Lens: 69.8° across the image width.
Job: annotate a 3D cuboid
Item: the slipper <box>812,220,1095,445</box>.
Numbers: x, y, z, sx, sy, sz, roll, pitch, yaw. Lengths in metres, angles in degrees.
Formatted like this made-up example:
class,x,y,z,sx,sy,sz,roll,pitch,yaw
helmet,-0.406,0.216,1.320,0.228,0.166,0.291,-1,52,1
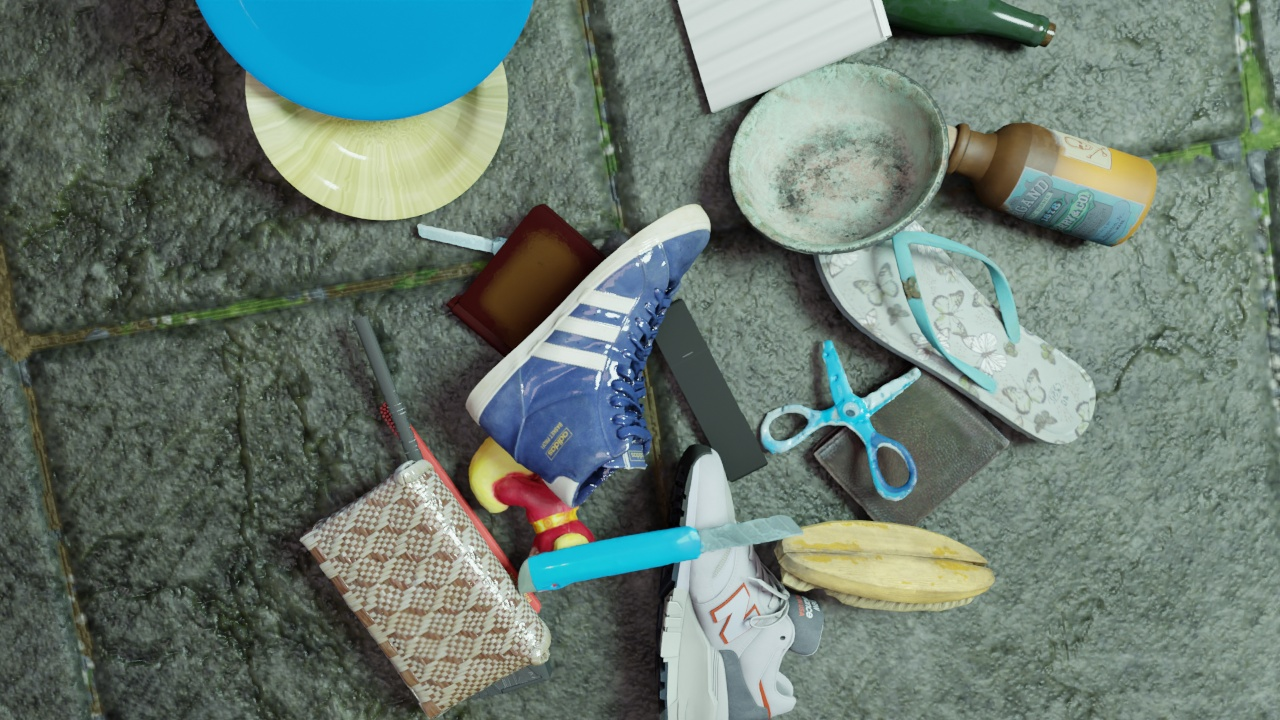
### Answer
class,x,y,z,sx,sy,sz,roll,pitch,yaw
slipper,0.238,-0.031,0.691,0.269,0.055,0.098,40,76,-2

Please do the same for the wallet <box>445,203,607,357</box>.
class,x,y,z,sx,sy,sz,roll,pitch,yaw
wallet,-0.083,-0.054,0.719,0.091,0.018,0.116,41,105,-6

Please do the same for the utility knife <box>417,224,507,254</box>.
class,x,y,z,sx,sy,sz,roll,pitch,yaw
utility knife,-0.096,-0.086,0.726,0.166,0.015,0.022,12,94,-1

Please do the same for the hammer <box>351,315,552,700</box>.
class,x,y,z,sx,sy,sz,roll,pitch,yaw
hammer,-0.170,0.121,0.732,0.095,0.015,0.325,-18,98,7

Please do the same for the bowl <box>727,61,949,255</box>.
class,x,y,z,sx,sy,sz,roll,pitch,yaw
bowl,0.146,-0.143,0.681,0.158,0.038,0.157,-6,70,17

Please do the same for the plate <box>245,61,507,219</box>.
class,x,y,z,sx,sy,sz,roll,pitch,yaw
plate,-0.194,-0.199,0.686,0.184,0.036,0.185,-9,122,-16

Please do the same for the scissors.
class,x,y,z,sx,sy,sz,roll,pitch,yaw
scissors,0.162,0.052,0.710,0.134,0.011,0.139,-33,72,15

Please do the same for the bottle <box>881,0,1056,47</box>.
class,x,y,z,sx,sy,sz,roll,pitch,yaw
bottle,0.224,-0.268,0.685,0.174,0.055,0.055,17,95,-1

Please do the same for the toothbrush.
class,x,y,z,sx,sy,sz,roll,pitch,yaw
toothbrush,-0.146,0.121,0.743,0.012,0.018,0.212,-35,93,4

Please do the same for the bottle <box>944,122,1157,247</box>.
class,x,y,z,sx,sy,sz,roll,pitch,yaw
bottle,0.293,-0.140,0.686,0.157,0.068,0.068,18,95,0

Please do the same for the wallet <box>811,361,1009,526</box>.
class,x,y,z,sx,sy,sz,roll,pitch,yaw
wallet,0.212,0.069,0.726,0.120,0.031,0.099,-44,90,7

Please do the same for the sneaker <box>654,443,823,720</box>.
class,x,y,z,sx,sy,sz,roll,pitch,yaw
sneaker,0.080,0.185,0.716,0.124,0.088,0.240,5,103,-3

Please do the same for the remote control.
class,x,y,z,sx,sy,sz,roll,pitch,yaw
remote control,0.053,0.024,0.732,0.034,0.013,0.150,-27,93,5

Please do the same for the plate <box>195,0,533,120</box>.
class,x,y,z,sx,sy,sz,roll,pitch,yaw
plate,-0.177,-0.266,0.601,0.224,0.024,0.225,-14,135,-15

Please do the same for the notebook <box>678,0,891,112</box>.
class,x,y,z,sx,sy,sz,roll,pitch,yaw
notebook,0.086,-0.310,0.675,0.143,0.009,0.210,-16,93,29

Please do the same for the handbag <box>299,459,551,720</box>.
class,x,y,z,sx,sy,sz,roll,pitch,yaw
handbag,-0.163,0.177,0.711,0.124,0.047,0.186,-32,95,17

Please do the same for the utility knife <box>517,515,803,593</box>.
class,x,y,z,sx,sy,sz,roll,pitch,yaw
utility knife,0.008,0.138,0.657,0.222,0.015,0.031,-14,98,20

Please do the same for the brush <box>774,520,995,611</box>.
class,x,y,z,sx,sy,sz,roll,pitch,yaw
brush,0.184,0.157,0.694,0.195,0.059,0.043,10,136,-23

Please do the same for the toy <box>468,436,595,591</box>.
class,x,y,z,sx,sy,sz,roll,pitch,yaw
toy,-0.074,0.107,0.724,0.105,0.067,0.137,-24,81,1

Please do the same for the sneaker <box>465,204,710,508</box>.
class,x,y,z,sx,sy,sz,roll,pitch,yaw
sneaker,-0.006,0.004,0.671,0.233,0.091,0.118,-41,74,0
